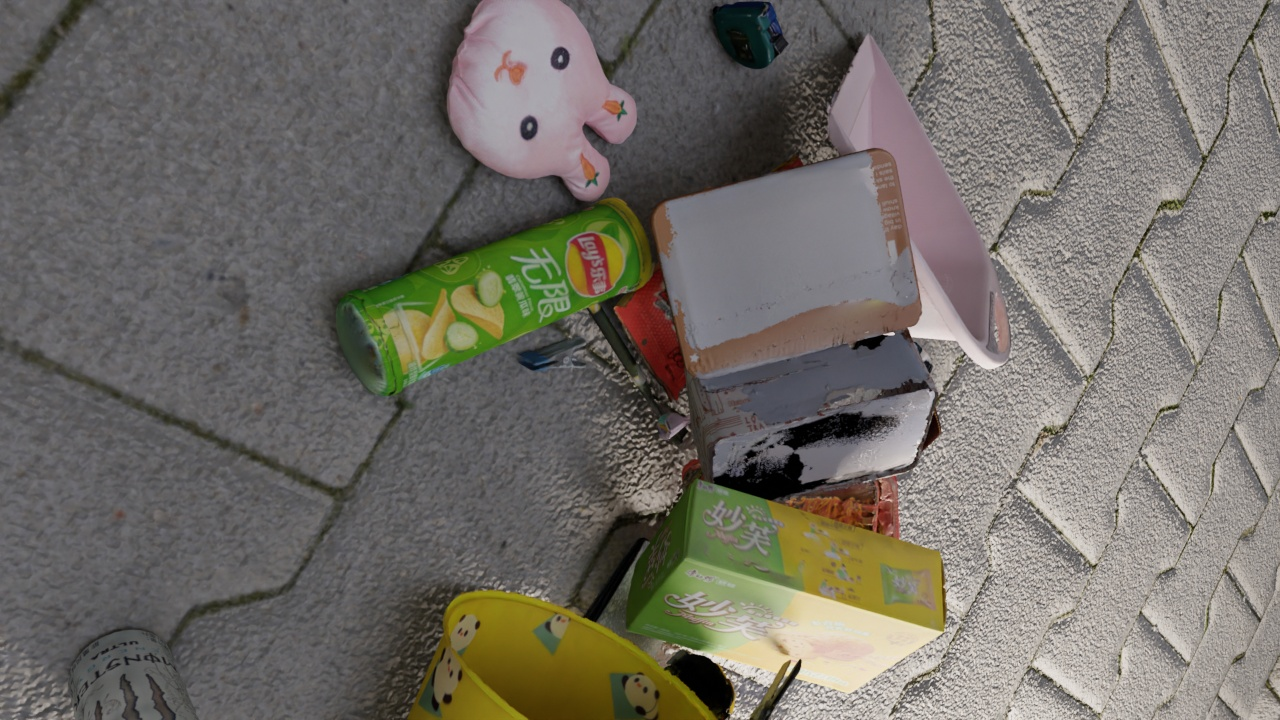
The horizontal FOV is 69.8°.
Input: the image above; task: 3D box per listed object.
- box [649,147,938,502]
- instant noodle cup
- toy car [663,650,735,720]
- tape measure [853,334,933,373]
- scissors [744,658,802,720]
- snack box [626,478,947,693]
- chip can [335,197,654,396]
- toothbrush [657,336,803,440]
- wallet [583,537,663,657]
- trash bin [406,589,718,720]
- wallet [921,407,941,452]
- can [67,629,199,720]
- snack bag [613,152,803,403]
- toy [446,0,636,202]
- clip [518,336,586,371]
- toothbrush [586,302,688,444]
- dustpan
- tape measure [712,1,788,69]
[{"bbox_3d":[0.117,-0.007,0.683,0.179,0.124,0.274,-13,122,-2],"label":"box"},{"bbox_3d":[0.138,0.147,0.830,0.079,0.189,0.165,-64,151,-64],"label":"instant noodle cup"},{"bbox_3d":[0.023,0.315,0.761,0.156,0.071,0.041,-57,153,1],"label":"toy car"},{"bbox_3d":[0.256,-0.002,0.919,0.066,0.066,0.033,36,85,-37],"label":"tape measure"},{"bbox_3d":[0.070,0.309,0.707,0.172,0.019,0.180,-49,168,-42],"label":"scissors"},{"bbox_3d":[0.110,0.186,0.732,0.210,0.158,0.069,17,51,-7],"label":"snack box"},{"bbox_3d":[-0.097,-0.047,0.630,0.220,0.073,0.073,-26,118,-29],"label":"chip can"},{"bbox_3d":[0.085,0.016,0.816,0.188,0.021,0.029,-32,158,-33],"label":"toothbrush"},{"bbox_3d":[-0.004,0.228,0.824,0.120,0.019,0.097,-55,130,-12],"label":"wallet"},{"bbox_3d":[-0.093,0.338,0.666,0.229,0.230,0.255,25,93,-40],"label":"trash bin"},{"bbox_3d":[0.272,0.078,0.988,0.122,0.020,0.096,-37,118,-22],"label":"wallet"},{"bbox_3d":[-0.282,0.211,0.519,0.058,0.147,0.058,-12,111,-34],"label":"can"},{"bbox_3d":[0.074,-0.071,0.764,0.207,0.073,0.129,-42,137,-14],"label":"snack bag"},{"bbox_3d":[-0.062,-0.177,0.633,0.159,0.054,0.121,23,90,-48],"label":"toy"},{"bbox_3d":[-0.065,-0.002,0.702,0.056,0.025,0.030,-15,117,-40],"label":"clip"},{"bbox_3d":[-0.005,0.004,0.756,0.017,0.012,0.186,-49,127,-23],"label":"toothbrush"},{"bbox_3d":[0.251,-0.130,0.784,0.221,0.139,0.274,-61,148,-48],"label":"dustpan"},{"bbox_3d":[0.085,-0.253,0.716,0.025,0.058,0.054,-50,131,-15],"label":"tape measure"}]
